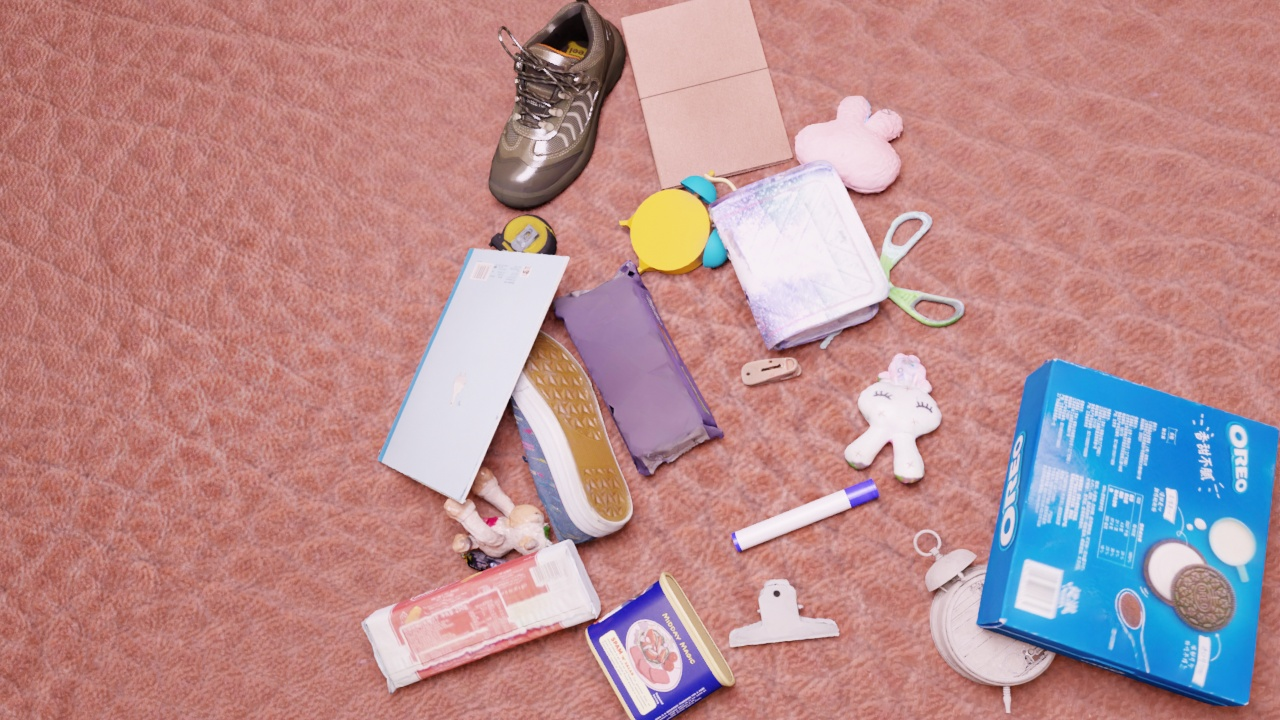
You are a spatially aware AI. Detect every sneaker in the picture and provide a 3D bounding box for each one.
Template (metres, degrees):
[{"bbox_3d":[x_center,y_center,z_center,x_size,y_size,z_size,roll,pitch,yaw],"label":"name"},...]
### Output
[{"bbox_3d":[-0.086,0.075,0.915,0.079,0.087,0.235,-42,64,36],"label":"sneaker"},{"bbox_3d":[-0.094,-0.280,0.959,0.101,0.143,0.237,23,82,16],"label":"sneaker"}]

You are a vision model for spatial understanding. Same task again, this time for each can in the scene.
[{"bbox_3d":[0.016,0.270,0.845,0.092,0.056,0.116,-34,72,3],"label":"can"}]

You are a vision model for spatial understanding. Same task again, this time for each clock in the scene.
[{"bbox_3d":[0.295,0.213,0.797,0.103,0.061,0.157,-38,74,0],"label":"clock"},{"bbox_3d":[0.046,-0.136,0.945,0.130,0.043,0.099,-18,79,16],"label":"clock"}]

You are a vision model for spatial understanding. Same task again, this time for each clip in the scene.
[{"bbox_3d":[0.129,0.010,0.899,0.059,0.052,0.026,3,76,-16],"label":"clip"},{"bbox_3d":[0.130,0.232,0.854,0.102,0.045,0.055,-9,82,9],"label":"clip"}]

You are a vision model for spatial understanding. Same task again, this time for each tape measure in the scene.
[{"bbox_3d":[-0.121,-0.127,0.983,0.061,0.034,0.061,43,86,17],"label":"tape measure"}]

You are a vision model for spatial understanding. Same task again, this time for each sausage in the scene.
[{"bbox_3d":[-0.110,0.215,0.904,0.155,0.020,0.020,16,80,15],"label":"sausage"}]

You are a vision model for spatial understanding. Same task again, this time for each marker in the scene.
[{"bbox_3d":[0.155,0.146,0.865,0.141,0.020,0.020,-23,73,7],"label":"marker"}]

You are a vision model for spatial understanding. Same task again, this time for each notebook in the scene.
[{"bbox_3d":[0.068,-0.293,0.987,0.141,0.008,0.209,-13,76,2],"label":"notebook"},{"bbox_3d":[-0.174,0.003,0.926,0.181,0.009,0.253,13,78,49],"label":"notebook"}]

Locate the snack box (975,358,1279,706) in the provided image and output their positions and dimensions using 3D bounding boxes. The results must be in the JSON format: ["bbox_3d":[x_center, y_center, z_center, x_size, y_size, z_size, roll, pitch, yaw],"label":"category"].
[{"bbox_3d":[0.406,0.137,0.763,0.195,0.056,0.238,18,71,5],"label":"snack box"}]

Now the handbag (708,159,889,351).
[{"bbox_3d":[0.151,-0.100,0.887,0.126,0.069,0.158,-20,77,-3],"label":"handbag"}]

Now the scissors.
[{"bbox_3d":[0.237,-0.080,0.910,0.171,0.023,0.172,18,86,14],"label":"scissors"}]

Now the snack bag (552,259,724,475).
[{"bbox_3d":[-0.005,0.005,0.912,0.096,0.058,0.205,-29,75,5],"label":"snack bag"}]

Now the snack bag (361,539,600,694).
[{"bbox_3d":[-0.153,0.244,0.878,0.225,0.041,0.077,-22,93,13],"label":"snack bag"}]

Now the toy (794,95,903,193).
[{"bbox_3d":[0.218,-0.221,0.929,0.108,0.053,0.105,27,72,17],"label":"toy"}]

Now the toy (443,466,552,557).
[{"bbox_3d":[-0.134,0.161,0.893,0.106,0.085,0.074,21,102,7],"label":"toy"}]

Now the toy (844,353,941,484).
[{"bbox_3d":[0.240,0.052,0.862,0.079,0.038,0.122,12,76,21],"label":"toy"}]
